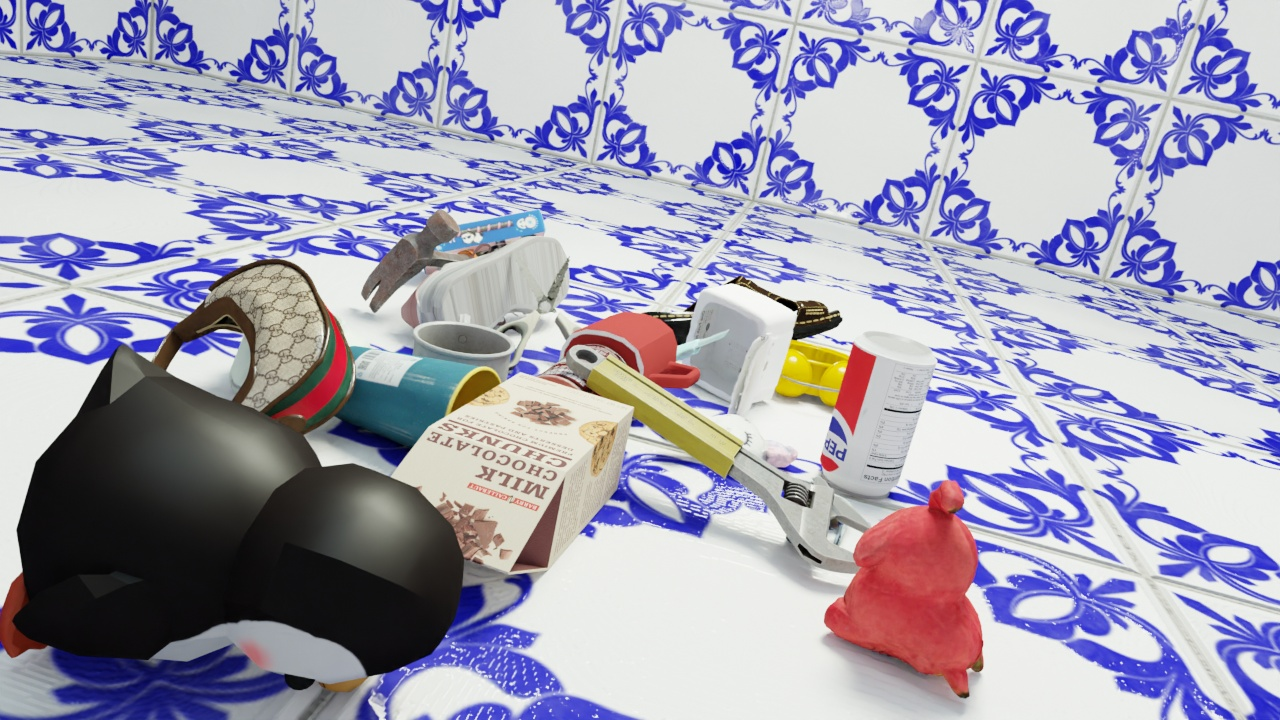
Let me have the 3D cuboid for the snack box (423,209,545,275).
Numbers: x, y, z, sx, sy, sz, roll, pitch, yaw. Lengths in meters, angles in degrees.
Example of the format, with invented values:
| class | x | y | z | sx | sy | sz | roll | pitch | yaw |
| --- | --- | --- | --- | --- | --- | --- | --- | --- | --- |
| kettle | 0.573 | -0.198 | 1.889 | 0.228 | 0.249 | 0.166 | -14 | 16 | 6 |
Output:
| class | x | y | z | sx | sy | sz | roll | pitch | yaw |
| --- | --- | --- | --- | --- | --- | --- | --- | --- | --- |
| snack box | -0.201 | -0.149 | 1.161 | 0.154 | 0.033 | 0.088 | -14 | -8 | -14 |

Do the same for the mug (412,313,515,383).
| class | x | y | z | sx | sy | sz | roll | pitch | yaw |
| --- | --- | --- | --- | --- | --- | --- | --- | --- | --- |
| mug | -0.154 | 0.006 | 0.782 | 0.084 | 0.071 | 0.113 | 8 | 18 | -12 |

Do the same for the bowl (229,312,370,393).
| class | x | y | z | sx | sy | sz | roll | pitch | yaw |
| --- | --- | --- | --- | --- | --- | --- | --- | --- | --- |
| bowl | -0.276 | -0.007 | 0.761 | 0.117 | 0.061 | 0.117 | 11 | 17 | -3 |

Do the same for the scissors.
| class | x | y | z | sx | sy | sz | roll | pitch | yaw |
| --- | --- | --- | --- | --- | --- | --- | --- | --- | --- |
| scissors | -0.093 | -0.041 | 0.941 | 0.157 | 0.013 | 0.170 | 39 | 54 | -3 |

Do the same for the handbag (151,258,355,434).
| class | x | y | z | sx | sy | sz | roll | pitch | yaw |
| --- | --- | --- | --- | --- | --- | --- | --- | --- | --- |
| handbag | -0.285 | 0.003 | 0.664 | 0.138 | 0.063 | 0.166 | -28 | 52 | -9 |

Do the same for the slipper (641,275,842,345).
| class | x | y | z | sx | sy | sz | roll | pitch | yaw |
| --- | --- | --- | --- | --- | --- | --- | --- | --- | --- |
| slipper | 0.120 | -0.059 | 1.107 | 0.267 | 0.075 | 0.113 | -1 | -8 | -22 |

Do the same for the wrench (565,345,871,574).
| class | x | y | z | sx | sy | sz | roll | pitch | yaw |
| --- | --- | --- | --- | --- | --- | --- | --- | --- | --- |
| wrench | 0.053 | 0.065 | 0.681 | 0.273 | 0.018 | 0.083 | 32 | 35 | 15 |

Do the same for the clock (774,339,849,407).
| class | x | y | z | sx | sy | sz | roll | pitch | yaw |
| --- | --- | --- | --- | --- | --- | --- | --- | --- | --- |
| clock | 0.191 | 0.012 | 1.030 | 0.113 | 0.052 | 0.151 | 12 | 13 | 1 |

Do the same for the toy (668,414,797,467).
| class | x | y | z | sx | sy | sz | roll | pitch | yaw |
| --- | --- | --- | --- | --- | --- | --- | --- | --- | --- |
| toy | 0.077 | 0.068 | 0.800 | 0.122 | 0.038 | 0.079 | 14 | 10 | -2 |

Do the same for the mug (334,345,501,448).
| class | x | y | z | sx | sy | sz | roll | pitch | yaw |
| --- | --- | --- | --- | --- | --- | --- | --- | --- | --- |
| mug | -0.176 | 0.029 | 0.698 | 0.121 | 0.078 | 0.078 | 14 | 17 | 21 |

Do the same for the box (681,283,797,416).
| class | x | y | z | sx | sy | sz | roll | pitch | yaw |
| --- | --- | --- | --- | --- | --- | --- | --- | --- | --- |
| box | 0.093 | 0.002 | 0.917 | 0.152 | 0.107 | 0.131 | 31 | 31 | 36 |

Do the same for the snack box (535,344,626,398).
| class | x | y | z | sx | sy | sz | roll | pitch | yaw |
| --- | --- | --- | --- | --- | --- | --- | --- | --- | --- |
| snack box | -0.056 | 0.033 | 0.766 | 0.072 | 0.072 | 0.121 | 15 | 17 | 10 |

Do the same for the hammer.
| class | x | y | z | sx | sy | sz | roll | pitch | yaw |
| --- | --- | --- | --- | --- | --- | --- | --- | --- | --- |
| hammer | -0.208 | -0.106 | 1.095 | 0.035 | 0.138 | 0.314 | 54 | 14 | 9 |

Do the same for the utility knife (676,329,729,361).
| class | x | y | z | sx | sy | sz | roll | pitch | yaw |
| --- | --- | --- | --- | --- | --- | --- | --- | --- | --- |
| utility knife | 0.033 | -0.005 | 0.914 | 0.141 | 0.015 | 0.022 | -20 | 35 | 38 |

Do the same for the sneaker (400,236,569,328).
| class | x | y | z | sx | sy | sz | roll | pitch | yaw |
| --- | --- | --- | --- | --- | --- | --- | --- | --- | --- |
| sneaker | -0.169 | -0.081 | 1.005 | 0.090 | 0.099 | 0.235 | 6 | 19 | 29 |

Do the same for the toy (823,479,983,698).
| class | x | y | z | sx | sy | sz | roll | pitch | yaw |
| --- | --- | --- | --- | --- | --- | --- | --- | --- | --- |
| toy | 0.180 | 0.129 | 0.543 | 0.087 | 0.133 | 0.094 | -18 | 43 | -40 |

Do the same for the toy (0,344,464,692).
| class | x | y | z | sx | sy | sz | roll | pitch | yaw |
| --- | --- | --- | --- | --- | --- | --- | --- | --- | --- |
| toy | -0.171 | 0.079 | 0.426 | 0.184 | 0.140 | 0.158 | 15 | 18 | 7 |

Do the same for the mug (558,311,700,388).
| class | x | y | z | sx | sy | sz | roll | pitch | yaw |
| --- | --- | --- | --- | --- | --- | --- | --- | --- | --- |
| mug | -0.005 | 0.005 | 0.864 | 0.116 | 0.080 | 0.096 | 14 | 17 | 18 |

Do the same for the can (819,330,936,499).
| class | x | y | z | sx | sy | sz | roll | pitch | yaw |
| --- | --- | --- | --- | --- | --- | --- | --- | --- | --- |
| can | 0.202 | 0.046 | 0.789 | 0.070 | 0.132 | 0.070 | 11 | 18 | -4 |

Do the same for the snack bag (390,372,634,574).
| class | x | y | z | sx | sy | sz | roll | pitch | yaw |
| --- | --- | --- | --- | --- | --- | --- | --- | --- | --- |
| snack bag | -0.086 | 0.079 | 0.605 | 0.094 | 0.070 | 0.206 | 16 | 18 | 13 |

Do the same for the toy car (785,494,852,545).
| class | x | y | z | sx | sy | sz | roll | pitch | yaw |
| --- | --- | --- | --- | --- | --- | --- | --- | --- | --- |
| toy car | 0.136 | 0.120 | 0.694 | 0.039 | 0.027 | 0.089 | 19 | 19 | 16 |
